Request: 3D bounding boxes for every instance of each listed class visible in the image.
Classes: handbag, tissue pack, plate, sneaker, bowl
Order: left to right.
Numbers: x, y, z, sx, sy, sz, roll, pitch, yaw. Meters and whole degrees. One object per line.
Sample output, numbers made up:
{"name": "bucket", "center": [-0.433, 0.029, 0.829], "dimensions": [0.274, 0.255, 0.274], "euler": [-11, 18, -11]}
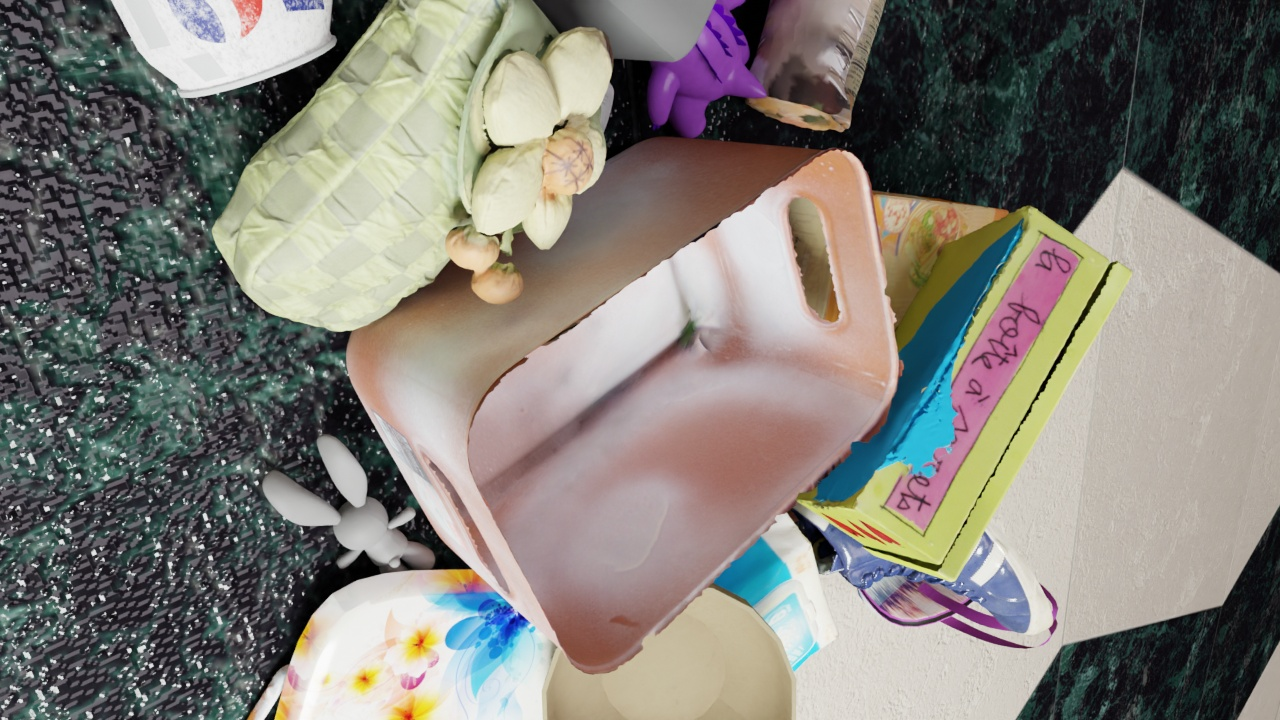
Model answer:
{"name": "plate", "center": [-0.119, 0.210, 0.542], "dimensions": [0.186, 0.016, 0.187], "euler": [9, 105, -37]}
{"name": "handbag", "center": [-0.086, -0.076, 0.398], "dimensions": [0.186, 0.117, 0.113], "euler": [-46, 159, 6]}
{"name": "bowl", "center": [0.016, 0.200, 0.565], "dimensions": [0.152, 0.050, 0.152], "euler": [0, 98, -3]}
{"name": "tissue pack", "center": [0.078, 0.184, 0.671], "dimensions": [0.117, 0.066, 0.209], "euler": [-37, 140, -10]}
{"name": "sneaker", "center": [0.204, 0.154, 0.688], "dimensions": [0.118, 0.091, 0.233], "euler": [-38, 107, -8]}
{"name": "handbag", "center": [0.284, 0.198, 0.816], "dimensions": [0.144, 0.170, 0.068], "euler": [-31, 124, -30]}

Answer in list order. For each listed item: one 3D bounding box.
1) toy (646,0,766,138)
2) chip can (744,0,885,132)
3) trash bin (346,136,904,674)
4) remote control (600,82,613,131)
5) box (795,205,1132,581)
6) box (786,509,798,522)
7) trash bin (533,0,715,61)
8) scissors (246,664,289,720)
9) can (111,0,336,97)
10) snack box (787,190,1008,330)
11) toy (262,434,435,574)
{"name": "toy", "center": [0.034, -0.182, 0.534], "dimensions": [0.088, 0.056, 0.106], "euler": [41, 78, -44]}
{"name": "chip can", "center": [0.129, -0.266, 0.575], "dimensions": [0.079, 0.080, 0.229], "euler": [9, 99, -43]}
{"name": "trash bin", "center": [-0.003, 0.003, 0.502], "dimensions": [0.259, 0.157, 0.182], "euler": [-37, 126, -25]}
{"name": "remote control", "center": [-0.064, -0.144, 0.481], "dimensions": [0.114, 0.028, 0.060], "euler": [17, 96, -44]}
{"name": "box", "center": [0.199, 0.023, 0.587], "dimensions": [0.082, 0.124, 0.220], "euler": [32, 80, -3]}
{"name": "box", "center": [0.093, 0.102, 0.702], "dimensions": [0.186, 0.060, 0.057], "euler": [-7, 78, -40]}
{"name": "trash bin", "center": [-0.038, -0.275, 0.410], "dimensions": [0.219, 0.098, 0.192], "euler": [26, 88, -45]}
{"name": "scissors", "center": [-0.223, 0.214, 0.485], "dimensions": [0.129, 0.011, 0.125], "euler": [-52, 137, -10]}
{"name": "can", "center": [-0.172, -0.175, 0.340], "dimensions": [0.078, 0.078, 0.136], "euler": [-35, 126, -27]}
{"name": "snack box", "center": [0.178, -0.055, 0.690], "dimensions": [0.194, 0.081, 0.145], "euler": [-3, 108, -40]}
{"name": "toy", "center": [-0.150, 0.087, 0.491], "dimensions": [0.049, 0.030, 0.112], "euler": [-36, 133, -8]}
